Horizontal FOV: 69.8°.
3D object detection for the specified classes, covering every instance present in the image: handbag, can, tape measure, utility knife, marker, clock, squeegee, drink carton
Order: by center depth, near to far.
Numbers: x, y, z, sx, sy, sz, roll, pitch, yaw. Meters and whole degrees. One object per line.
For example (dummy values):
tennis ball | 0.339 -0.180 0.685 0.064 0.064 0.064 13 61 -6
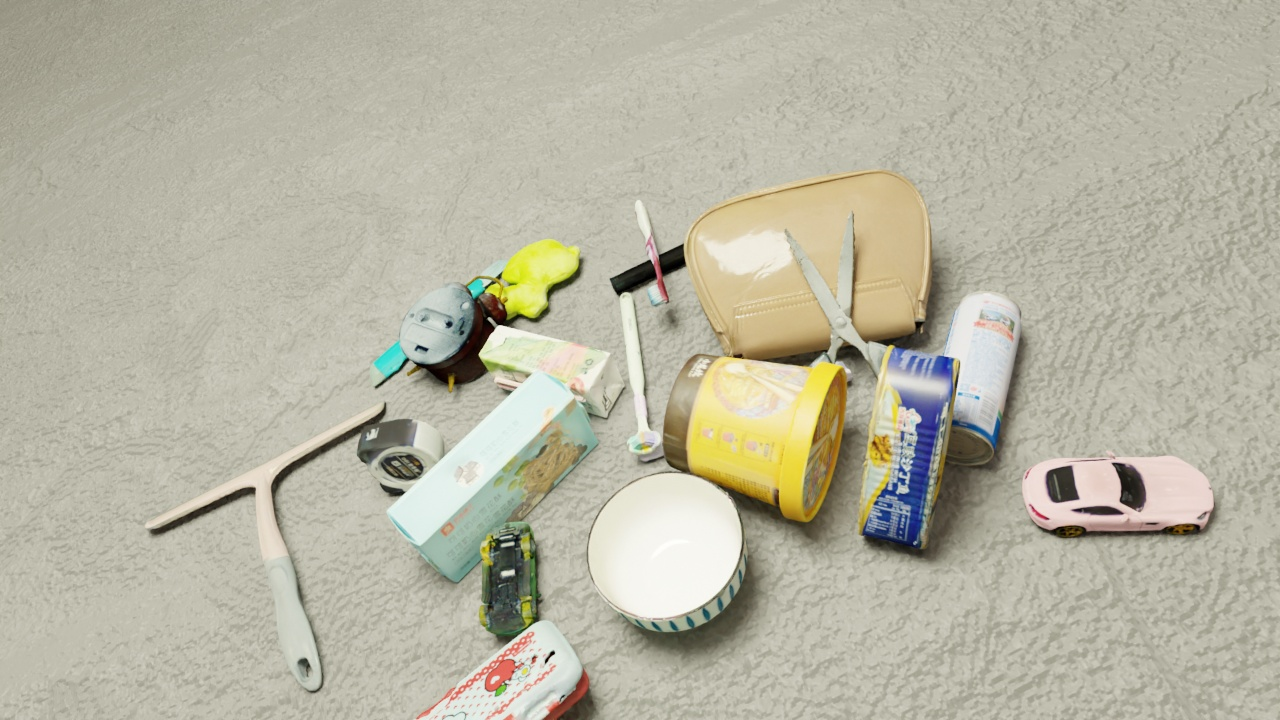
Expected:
can | 0.189 0.063 0.647 0.049 0.148 0.074 11 27 22
can | 0.260 0.012 0.715 0.053 0.053 0.134 11 58 24
squeegee | -0.309 0.167 0.786 0.247 0.040 0.249 -28 52 -5
handbag | 0.145 -0.078 0.789 0.205 0.100 0.147 -9 78 9
tape measure | -0.204 0.082 0.798 0.066 0.066 0.033 -10 44 8
drink carton | -0.081 0.011 0.821 0.123 0.053 0.045 14 60 26
clock | -0.174 -0.032 0.872 0.082 0.055 0.121 18 70 30
marker | 0.032 -0.099 0.889 0.132 0.020 0.022 -25 8 -2
utility knife | -0.201 -0.041 0.922 0.186 0.013 0.029 -44 56 -14

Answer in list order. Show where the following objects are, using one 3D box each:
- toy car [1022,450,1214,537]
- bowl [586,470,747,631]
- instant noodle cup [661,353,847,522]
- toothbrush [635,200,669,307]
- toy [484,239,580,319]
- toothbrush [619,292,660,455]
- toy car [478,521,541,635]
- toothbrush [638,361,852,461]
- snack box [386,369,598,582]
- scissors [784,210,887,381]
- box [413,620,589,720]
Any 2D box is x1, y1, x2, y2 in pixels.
toy car | 0.334 0.092 0.645 0.122 0.037 0.056 -4 55 13
bowl | 0.024 0.148 0.679 0.116 0.066 0.116 -9 52 11
instant noodle cup | 0.086 0.051 0.696 0.114 0.118 0.118 12 59 23
toothbrush | 0.007 -0.106 0.884 0.017 0.016 0.187 -28 37 13
toy | -0.109 -0.084 0.915 0.097 0.031 0.100 -5 54 16
toothbrush | -0.005 0.005 0.817 0.029 0.020 0.189 -15 46 8
toy car | -0.101 0.172 0.718 0.043 0.036 0.091 -10 51 8
toothbrush | 0.086 0.045 0.767 0.189 0.029 0.021 -22 89 1
snack box | -0.118 0.095 0.757 0.051 0.074 0.174 34 70 33
scissors | 0.163 -0.024 0.733 0.159 0.014 0.178 27 101 0
box | -0.127 0.263 0.633 0.201 0.047 0.087 -37 21 -13
